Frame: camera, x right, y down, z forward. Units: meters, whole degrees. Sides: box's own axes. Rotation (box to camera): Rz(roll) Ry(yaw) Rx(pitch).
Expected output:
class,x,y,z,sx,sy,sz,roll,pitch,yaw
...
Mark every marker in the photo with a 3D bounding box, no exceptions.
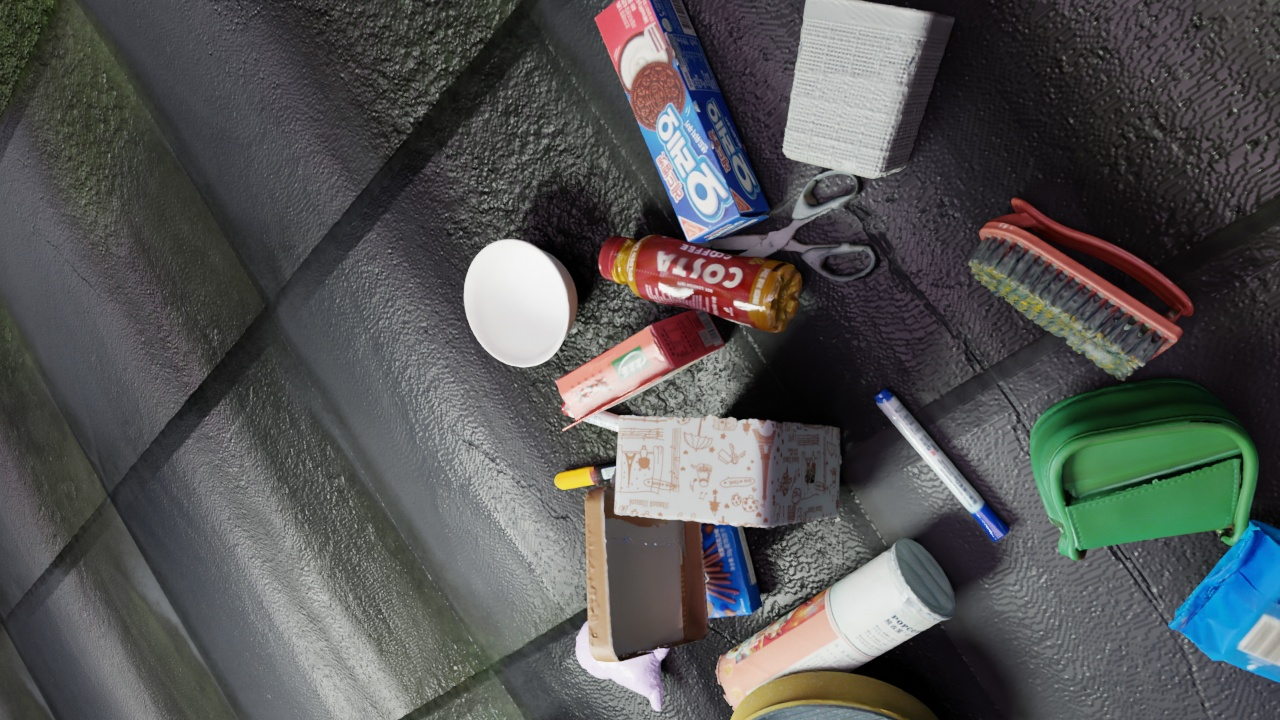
class,x,y,z,sx,sy,sz,roll,pitch,yaw
marker,-0.011,0.063,0.871,0.145,0.017,0.017,16,110,26
marker,0.239,0.082,0.733,0.146,0.016,0.017,51,121,9
marker,-0.031,0.109,0.896,0.124,0.015,0.018,-14,96,29

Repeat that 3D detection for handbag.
class,x,y,z,sx,sy,sz,roll,pitch,yaw
handbag,0.345,0.080,0.636,0.131,0.067,0.120,-12,111,18

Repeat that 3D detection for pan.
class,x,y,z,sx,sy,sz,roll,pitch,yaw
pan,0.102,0.387,0.803,0.358,0.078,0.198,-28,111,27

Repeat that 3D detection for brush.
class,x,y,z,sx,sy,sz,roll,pitch,yaw
brush,0.303,-0.055,0.641,0.146,0.063,0.069,39,87,18

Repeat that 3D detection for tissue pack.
class,x,y,z,sx,sy,sz,roll,pitch,yaw
tissue pack,0.437,0.167,0.601,0.157,0.052,0.095,21,113,-7

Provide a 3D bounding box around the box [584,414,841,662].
class,x,y,z,sx,sy,sz,roll,pitch,yaw
box,0.059,0.143,0.727,0.157,0.182,0.192,-3,83,30

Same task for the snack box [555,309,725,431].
class,x,y,z,sx,sy,sz,roll,pitch,yaw
snack box,-0.005,0.005,0.788,0.113,0.126,0.044,-29,87,31

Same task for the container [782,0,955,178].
class,x,y,z,sx,sy,sz,roll,pitch,yaw
container,0.161,-0.198,0.666,0.090,0.090,0.114,20,114,25

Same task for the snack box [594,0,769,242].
class,x,y,z,sx,sy,sz,roll,pitch,yaw
snack box,0.036,-0.201,0.750,0.058,0.057,0.207,-24,88,36

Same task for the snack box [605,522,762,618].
class,x,y,z,sx,sy,sz,roll,pitch,yaw
snack box,0.032,0.203,0.870,0.157,0.026,0.084,-16,86,32

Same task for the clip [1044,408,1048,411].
class,x,y,z,sx,sy,sz,roll,pitch,yaw
clip,0.324,0.040,0.672,0.057,0.049,0.015,-11,96,26

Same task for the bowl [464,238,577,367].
class,x,y,z,sx,sy,sz,roll,pitch,yaw
bowl,-0.100,-0.058,0.863,0.118,0.064,0.118,8,107,28

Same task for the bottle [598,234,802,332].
class,x,y,z,sx,sy,sz,roll,pitch,yaw
bottle,0.046,-0.070,0.774,0.175,0.057,0.057,17,110,29

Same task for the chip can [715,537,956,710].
class,x,y,z,sx,sy,sz,roll,pitch,yaw
chip can,0.161,0.236,0.784,0.215,0.071,0.071,-44,79,30

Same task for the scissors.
class,x,y,z,sx,sy,sz,roll,pitch,yaw
scissors,0.118,-0.100,0.761,0.159,0.014,0.171,37,119,20

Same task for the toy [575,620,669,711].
class,x,y,z,sx,sy,sz,roll,pitch,yaw
toy,-0.019,0.293,0.921,0.108,0.039,0.084,13,91,30
